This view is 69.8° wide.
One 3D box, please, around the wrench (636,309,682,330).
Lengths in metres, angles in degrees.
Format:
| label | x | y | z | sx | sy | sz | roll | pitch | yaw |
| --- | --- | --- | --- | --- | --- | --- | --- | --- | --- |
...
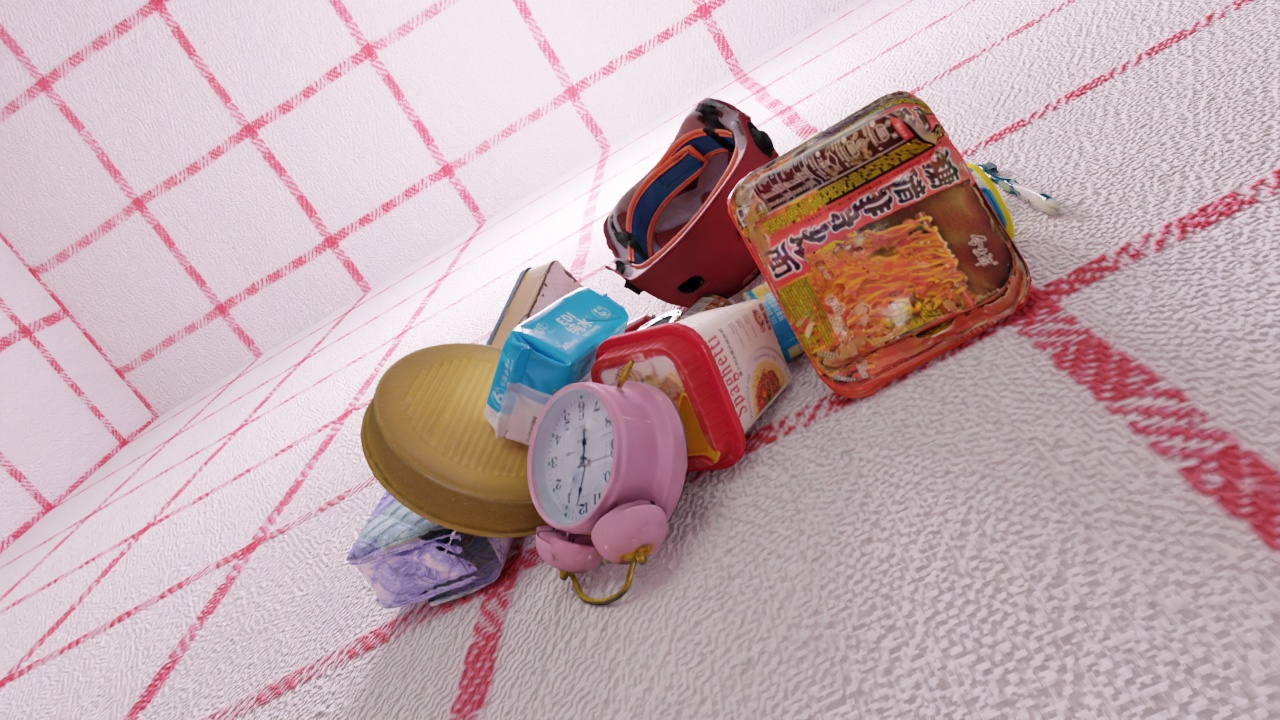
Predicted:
| label | x | y | z | sx | sy | sz | roll | pitch | yaw |
| --- | --- | --- | --- | --- | --- | --- | --- | --- | --- |
| wrench | -0.060 | 0.026 | 0.984 | 0.273 | 0.016 | 0.056 | -38 | 19 | -18 |

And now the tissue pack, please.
| label | x | y | z | sx | sy | sz | roll | pitch | yaw |
| --- | --- | --- | --- | --- | --- | --- | --- | --- | --- |
| tissue pack | -0.068 | 0.002 | 0.743 | 0.139 | 0.063 | 0.090 | -42 | -22 | -55 |

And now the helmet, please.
| label | x | y | z | sx | sy | sz | roll | pitch | yaw |
| --- | --- | --- | --- | --- | --- | --- | --- | --- | --- |
| helmet | 0.075 | -0.137 | 0.929 | 0.207 | 0.144 | 0.239 | -48 | 24 | 19 |

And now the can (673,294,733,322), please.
| label | x | y | z | sx | sy | sz | roll | pitch | yaw |
| --- | --- | --- | --- | --- | --- | --- | --- | --- | --- |
| can | 0.033 | 0.002 | 0.830 | 0.147 | 0.058 | 0.058 | -43 | 22 | -30 |

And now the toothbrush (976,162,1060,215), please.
| label | x | y | z | sx | sy | sz | roll | pitch | yaw |
| --- | --- | --- | --- | --- | --- | --- | --- | --- | --- |
| toothbrush | 0.334 | -0.155 | 0.814 | 0.018 | 0.016 | 0.191 | -19 | 20 | 7 |

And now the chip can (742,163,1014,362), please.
| label | x | y | z | sx | sy | sz | roll | pitch | yaw |
| --- | --- | --- | --- | --- | --- | --- | --- | --- | --- |
| chip can | 0.192 | -0.077 | 0.754 | 0.210 | 0.071 | 0.071 | -30 | 19 | 8 |

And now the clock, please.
| label | x | y | z | sx | sy | sz | roll | pitch | yaw |
| --- | --- | --- | --- | --- | --- | --- | --- | --- | --- |
| clock | -0.027 | 0.087 | 0.631 | 0.117 | 0.059 | 0.158 | -21 | 66 | 44 |

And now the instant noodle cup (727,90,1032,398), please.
| label | x | y | z | sx | sy | sz | roll | pitch | yaw |
| --- | --- | --- | --- | --- | --- | --- | --- | --- | --- |
| instant noodle cup | 0.175 | -0.081 | 0.681 | 0.165 | 0.188 | 0.079 | -28 | -12 | 9 |

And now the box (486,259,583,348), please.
| label | x | y | z | sx | sy | sz | roll | pitch | yaw |
| --- | --- | --- | --- | --- | --- | --- | --- | --- | --- |
| box | -0.114 | -0.033 | 1.041 | 0.060 | 0.090 | 0.183 | -16 | 40 | 39 |

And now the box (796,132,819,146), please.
| label | x | y | z | sx | sy | sz | roll | pitch | yaw |
| --- | --- | --- | --- | --- | --- | --- | --- | --- | --- |
| box | 0.195 | -0.191 | 0.987 | 0.091 | 0.076 | 0.168 | -37 | 26 | 10 |

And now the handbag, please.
| label | x | y | z | sx | sy | sz | roll | pitch | yaw |
| --- | --- | --- | --- | --- | --- | --- | --- | --- | --- |
| handbag | -0.158 | 0.126 | 0.797 | 0.134 | 0.075 | 0.193 | -21 | 22 | 17 |

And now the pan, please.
| label | x | y | z | sx | sy | sz | roll | pitch | yaw |
| --- | --- | --- | --- | --- | --- | --- | --- | --- | --- |
| pan | -0.120 | 0.031 | 0.828 | 0.356 | 0.197 | 0.078 | -75 | 7 | -57 |

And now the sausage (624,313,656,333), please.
| label | x | y | z | sx | sy | sz | roll | pitch | yaw |
| --- | --- | --- | --- | --- | --- | --- | --- | --- | --- |
| sausage | -0.049 | -0.015 | 1.066 | 0.156 | 0.020 | 0.020 | -27 | 19 | 14 |

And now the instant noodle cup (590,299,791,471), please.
| label | x | y | z | sx | sy | sz | roll | pitch | yaw |
| --- | --- | --- | --- | --- | --- | --- | --- | --- | --- |
| instant noodle cup | 0.046 | 0.014 | 0.712 | 0.117 | 0.116 | 0.123 | -11 | 16 | 46 |
